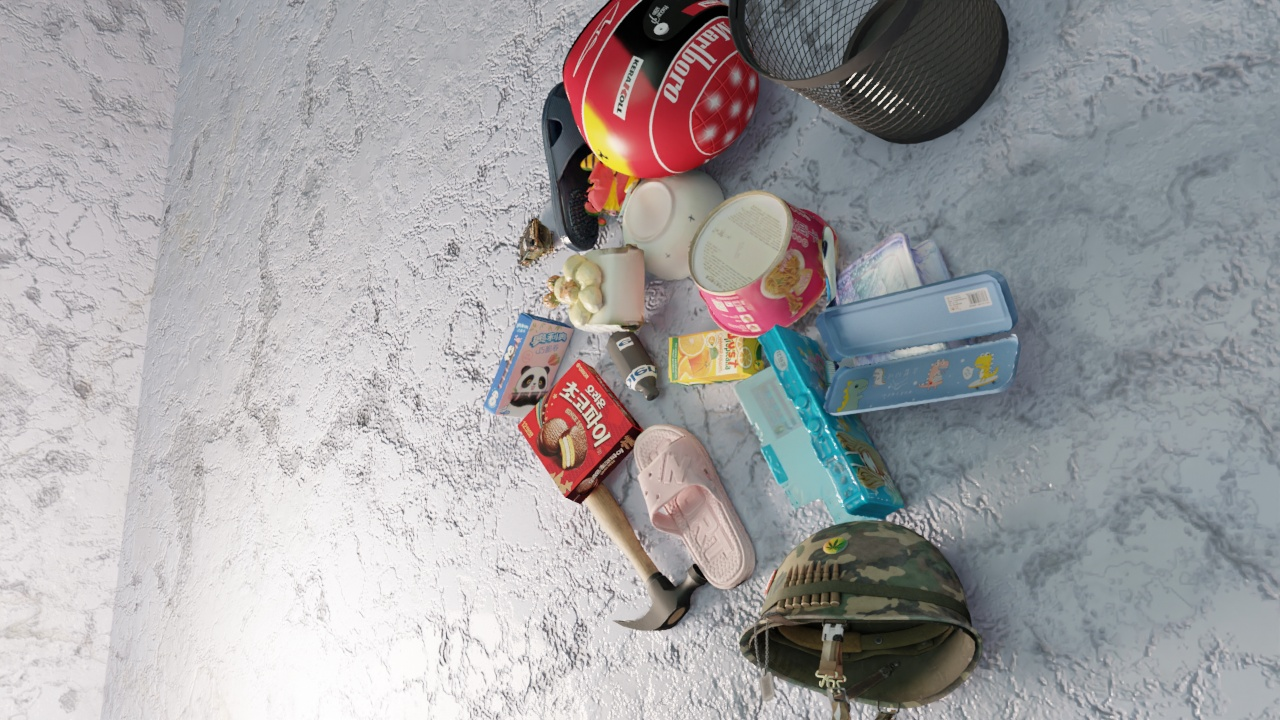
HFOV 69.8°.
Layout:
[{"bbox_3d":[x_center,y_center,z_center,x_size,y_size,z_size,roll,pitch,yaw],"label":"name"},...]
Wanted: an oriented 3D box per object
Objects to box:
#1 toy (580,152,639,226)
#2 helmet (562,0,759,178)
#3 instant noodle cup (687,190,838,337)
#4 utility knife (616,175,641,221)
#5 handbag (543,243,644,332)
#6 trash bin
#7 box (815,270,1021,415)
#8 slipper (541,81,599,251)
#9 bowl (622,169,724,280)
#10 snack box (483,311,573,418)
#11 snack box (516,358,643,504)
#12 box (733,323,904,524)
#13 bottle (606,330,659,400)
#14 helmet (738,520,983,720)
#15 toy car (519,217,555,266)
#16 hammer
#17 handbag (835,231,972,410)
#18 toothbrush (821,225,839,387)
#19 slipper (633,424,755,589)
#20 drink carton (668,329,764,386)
[{"bbox_3d":[-0.043,-0.245,1.290,0.084,0.046,0.103,-15,102,5],"label":"toy"},{"bbox_3d":[0.041,-0.356,1.160,0.225,0.198,0.270,29,76,34],"label":"helmet"},{"bbox_3d":[0.132,-0.123,1.084,0.179,0.077,0.178,-21,53,31],"label":"instant noodle cup"},{"bbox_3d":[-0.009,-0.245,1.228,0.031,0.019,0.227,-50,12,36],"label":"utility knife"},{"bbox_3d":[-0.064,-0.092,1.234,0.172,0.123,0.112,-179,87,-69],"label":"handbag"},{"bbox_3d":[0.247,-0.354,0.955,0.218,0.227,0.217,-11,74,40],"label":"trash bin"},{"bbox_3d":[0.265,-0.011,0.893,0.210,0.047,0.122,-13,78,49],"label":"box"},{"bbox_3d":[-0.081,-0.292,1.330,0.083,0.101,0.263,-13,76,41],"label":"slipper"},{"bbox_3d":[0.033,-0.189,1.221,0.154,0.072,0.153,-10,75,40],"label":"bowl"},{"bbox_3d":[-0.163,0.010,1.347,0.033,0.087,0.154,30,102,39],"label":"snack box"},{"bbox_3d":[-0.084,0.096,1.266,0.133,0.036,0.152,-47,50,8],"label":"snack box"},{"bbox_3d":[0.178,0.087,1.016,0.117,0.097,0.226,-40,57,28],"label":"box"},{"bbox_3d":[-0.007,0.007,1.233,0.047,0.047,0.112,-47,54,25],"label":"bottle"},{"bbox_3d":[0.205,0.272,0.876,0.225,0.193,0.235,-21,40,15],"label":"helmet"},{"bbox_3d":[-0.157,-0.180,1.411,0.112,0.047,0.047,145,126,-66],"label":"toy car"},{"bbox_3d":[-0.035,0.224,1.222,0.132,0.040,0.305,-53,51,16],"label":"hammer"},{"bbox_3d":[0.275,-0.041,0.978,0.127,0.069,0.158,-39,56,46],"label":"handbag"},{"bbox_3d":[0.208,-0.061,1.013,0.016,0.017,0.188,141,132,-69],"label":"toothbrush"},{"bbox_3d":[0.055,0.172,1.130,0.094,0.064,0.239,-49,54,24],"label":"slipper"},{"bbox_3d":[0.095,-0.005,1.146,0.123,0.041,0.058,-9,75,40],"label":"drink carton"}]
